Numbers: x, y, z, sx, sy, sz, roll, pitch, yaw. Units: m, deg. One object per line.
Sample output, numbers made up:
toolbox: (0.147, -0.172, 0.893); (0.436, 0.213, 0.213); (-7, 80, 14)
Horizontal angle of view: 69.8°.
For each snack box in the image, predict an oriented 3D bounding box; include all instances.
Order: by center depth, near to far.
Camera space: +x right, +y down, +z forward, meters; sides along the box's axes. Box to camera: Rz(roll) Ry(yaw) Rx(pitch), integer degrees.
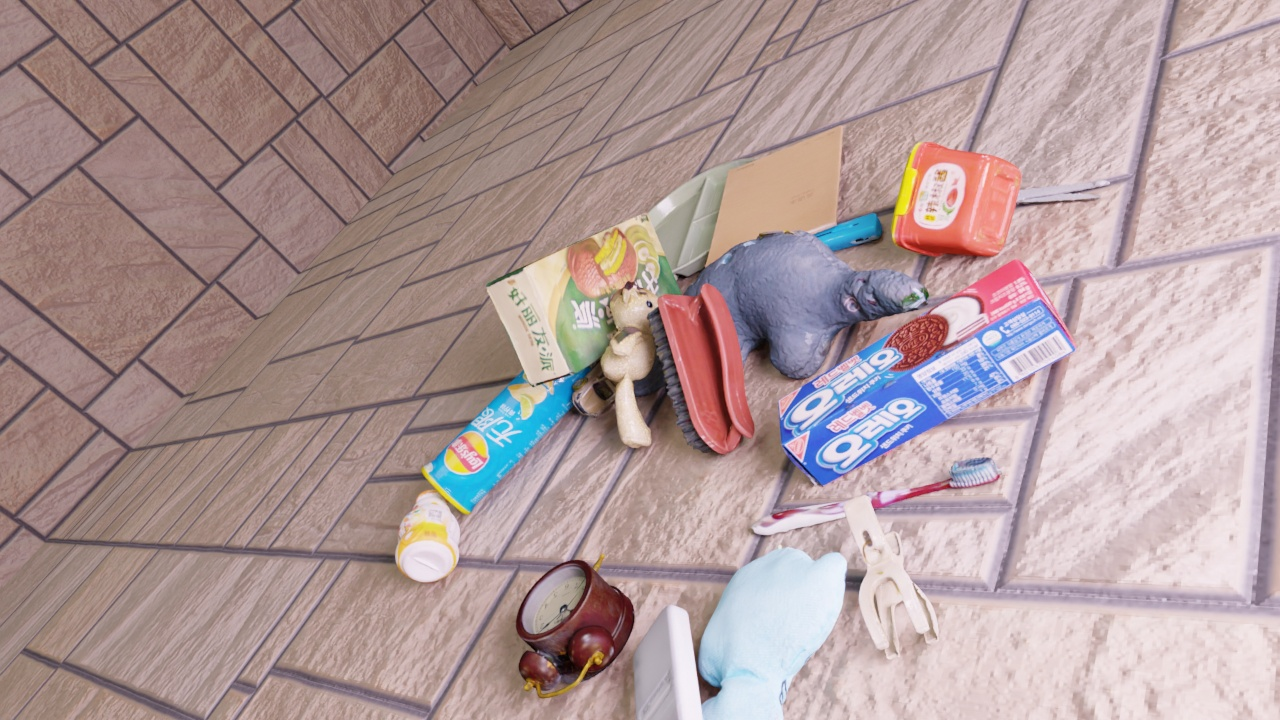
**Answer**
snack box: (0.196, 0.014, 0.658); (0.208, 0.057, 0.058); (-34, 27, 25)
snack box: (0.267, -0.132, 0.769); (0.080, 0.081, 0.091); (20, 101, 48)
snack box: (-0.050, -0.070, 0.967); (0.063, 0.114, 0.239); (-17, 10, 35)

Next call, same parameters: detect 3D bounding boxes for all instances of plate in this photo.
plate: (0.068, -0.172, 1.157); (0.231, 0.027, 0.229); (-31, 28, 18)

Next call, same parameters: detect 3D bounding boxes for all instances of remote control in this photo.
remote control: (0.017, 0.213, 0.578); (0.056, 0.020, 0.135); (-59, 13, 17)

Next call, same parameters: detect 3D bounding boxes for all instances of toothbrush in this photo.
toothbrush: (0.157, 0.097, 0.642); (0.188, 0.017, 0.016); (-21, 32, 33)

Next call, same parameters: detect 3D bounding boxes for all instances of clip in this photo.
clip: (0.153, 0.135, 0.568); (0.035, 0.070, 0.099); (-31, 35, 19)

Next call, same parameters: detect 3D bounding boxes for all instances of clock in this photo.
clock: (-0.052, 0.207, 0.700); (0.082, 0.055, 0.121); (-28, 26, 21)

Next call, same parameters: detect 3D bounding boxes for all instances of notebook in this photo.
notebook: (0.155, -0.185, 1.032); (0.150, 0.012, 0.210); (-18, 34, 28)

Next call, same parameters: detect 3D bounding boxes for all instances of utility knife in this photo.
utility knife: (0.178, -0.120, 0.948); (0.161, 0.018, 0.034); (-13, 38, 44)

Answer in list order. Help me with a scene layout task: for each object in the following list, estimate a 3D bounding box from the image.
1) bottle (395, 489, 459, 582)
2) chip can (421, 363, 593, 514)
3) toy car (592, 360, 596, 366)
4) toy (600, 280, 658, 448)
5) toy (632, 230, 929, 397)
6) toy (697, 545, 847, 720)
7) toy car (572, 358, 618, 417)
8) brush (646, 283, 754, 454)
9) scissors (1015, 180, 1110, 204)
bottle: (-0.219, 0.179, 0.953); (0.063, 0.063, 0.108); (-35, 27, 9)
chip can: (-0.139, 0.068, 1.001); (0.210, 0.071, 0.071); (-46, 27, -7)
toy car: (-0.073, -0.015, 1.092); (0.043, 0.034, 0.090); (-38, 27, 10)
toy: (-0.005, 0.005, 0.876); (0.066, 0.157, 0.105); (0, -6, 6)
toy: (0.112, -0.049, 0.843); (0.357, 0.091, 0.137); (-15, 53, 48)
toy: (0.071, 0.186, 0.583); (0.162, 0.050, 0.156); (-39, 27, 30)
toy car: (-0.034, 0.021, 0.977); (0.090, 0.042, 0.035); (-47, 29, -14)
brush: (0.058, 0.010, 0.797); (0.069, 0.063, 0.145); (-30, 67, 44)
scissors: (0.314, -0.135, 0.802); (0.126, 0.012, 0.173); (-37, 28, 2)
